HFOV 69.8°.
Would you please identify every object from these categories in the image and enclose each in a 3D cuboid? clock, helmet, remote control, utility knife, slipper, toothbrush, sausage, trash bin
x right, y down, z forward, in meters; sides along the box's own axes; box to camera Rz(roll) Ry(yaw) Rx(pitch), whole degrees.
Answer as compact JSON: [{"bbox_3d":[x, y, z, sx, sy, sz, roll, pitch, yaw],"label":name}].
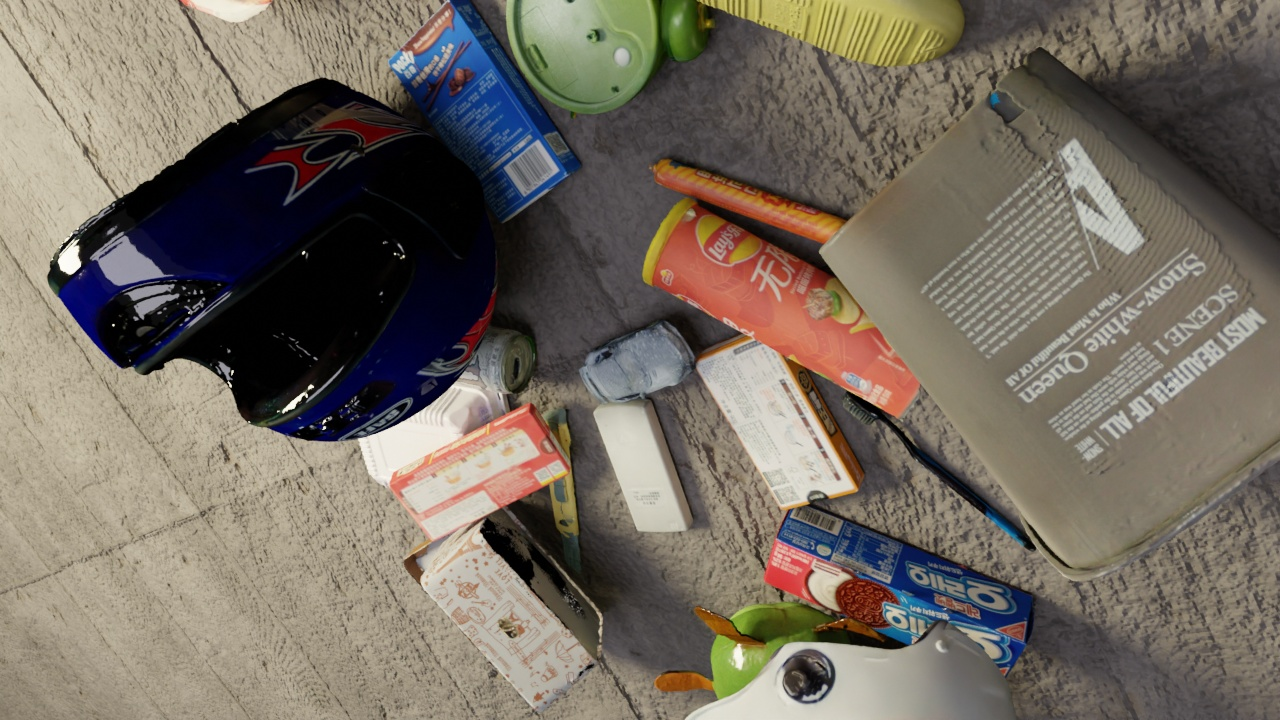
[{"bbox_3d":[-0.017,-0.242,0.629,0.162,0.056,0.116,-22,106,35],"label":"clock"},{"bbox_3d":[0.168,0.325,0.696,0.259,0.145,0.229,-13,133,2],"label":"helmet"},{"bbox_3d":[0.003,0.096,0.833,0.056,0.019,0.135,-7,113,31],"label":"remote control"},{"bbox_3d":[-0.074,0.130,0.900,0.031,0.020,0.196,10,125,26],"label":"utility knife"},{"bbox_3d":[0.105,-0.238,0.544,0.190,0.091,0.081,18,94,3],"label":"slipper"},{"bbox_3d":[-0.236,-0.056,0.690,0.248,0.314,0.240,-32,109,25],"label":"helmet"},{"bbox_3d":[0.230,0.087,0.711,0.189,0.014,0.016,40,129,1],"label":"toothbrush"},{"bbox_3d":[0.080,-0.116,0.670,0.165,0.021,0.021,22,125,15],"label":"sausage"},{"bbox_3d":[0.233,-0.033,0.518,0.199,0.198,0.220,-43,85,12],"label":"trash bin"}]

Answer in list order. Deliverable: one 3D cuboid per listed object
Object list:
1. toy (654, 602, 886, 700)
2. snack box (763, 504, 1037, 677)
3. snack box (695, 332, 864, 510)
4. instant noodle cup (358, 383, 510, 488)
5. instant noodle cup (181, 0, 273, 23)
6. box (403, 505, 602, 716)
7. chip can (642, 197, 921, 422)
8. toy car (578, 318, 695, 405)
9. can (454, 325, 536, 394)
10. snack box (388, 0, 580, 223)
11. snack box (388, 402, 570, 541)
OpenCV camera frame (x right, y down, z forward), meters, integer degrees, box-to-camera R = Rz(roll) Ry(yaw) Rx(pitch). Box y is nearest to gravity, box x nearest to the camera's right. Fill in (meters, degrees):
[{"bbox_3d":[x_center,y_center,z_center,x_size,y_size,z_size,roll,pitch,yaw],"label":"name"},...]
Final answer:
[{"bbox_3d":[0.125,0.272,0.800,0.227,0.089,0.247,-2,138,4],"label":"toy"},{"bbox_3d":[0.209,0.187,0.752,0.207,0.057,0.058,20,127,16],"label":"snack box"},{"bbox_3d":[0.112,0.047,0.743,0.075,0.026,0.154,-23,104,36],"label":"snack box"},{"bbox_3d":[-0.211,0.078,0.913,0.174,0.060,0.138,5,119,24],"label":"instant noodle cup"},{"bbox_3d":[-0.323,-0.370,0.713,0.194,0.065,0.194,12,121,21],"label":"instant noodle cup"},{"bbox_3d":[-0.144,0.246,0.953,0.179,0.130,0.273,50,156,-6],"label":"box"},{"bbox_3d":[0.110,-0.039,0.668,0.216,0.073,0.073,29,127,9],"label":"chip can"},{"bbox_3d":[-0.005,0.005,0.764,0.121,0.036,0.054,-22,104,50],"label":"toy car"},{"bbox_3d":[-0.172,-0.009,0.842,0.147,0.058,0.058,11,121,23],"label":"can"},{"bbox_3d":[-0.124,-0.196,0.730,0.085,0.026,0.157,-28,102,36],"label":"snack box"},{"bbox_3d":[-0.148,0.105,0.853,0.153,0.025,0.075,-27,114,8],"label":"snack box"}]
